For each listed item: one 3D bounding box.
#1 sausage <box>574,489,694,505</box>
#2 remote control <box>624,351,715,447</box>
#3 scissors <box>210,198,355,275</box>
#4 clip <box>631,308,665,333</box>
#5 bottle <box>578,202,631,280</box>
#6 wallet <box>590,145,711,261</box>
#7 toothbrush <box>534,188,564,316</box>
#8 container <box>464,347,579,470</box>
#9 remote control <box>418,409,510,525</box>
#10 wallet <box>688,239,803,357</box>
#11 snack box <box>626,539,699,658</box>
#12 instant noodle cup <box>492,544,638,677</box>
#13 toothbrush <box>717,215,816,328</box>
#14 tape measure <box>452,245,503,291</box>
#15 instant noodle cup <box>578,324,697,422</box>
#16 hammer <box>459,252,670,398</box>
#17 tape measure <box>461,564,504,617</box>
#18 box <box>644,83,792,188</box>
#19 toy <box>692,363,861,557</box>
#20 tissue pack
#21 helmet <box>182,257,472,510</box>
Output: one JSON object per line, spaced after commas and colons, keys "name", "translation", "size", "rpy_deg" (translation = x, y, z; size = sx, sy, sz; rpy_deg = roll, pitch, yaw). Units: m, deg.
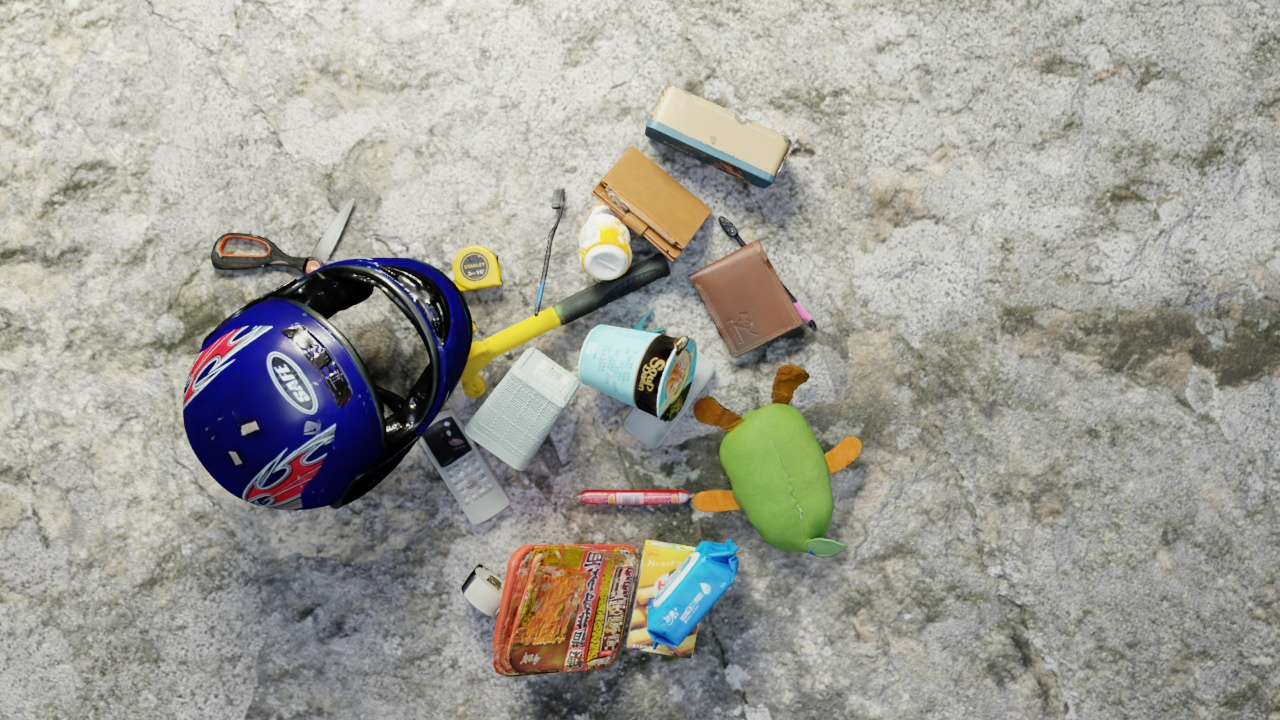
{"name": "sausage", "translation": [-0.007, 0.176, 1.180], "size": [0.156, 0.020, 0.020], "rpy_deg": [0, 94, -2]}
{"name": "remote control", "translation": [0.037, 0.045, 1.171], "size": [0.056, 0.020, 0.136], "rpy_deg": [36, 93, -3]}
{"name": "scissors", "translation": [-0.426, -0.104, 1.145], "size": [0.234, 0.021, 0.221], "rpy_deg": [12, 94, -2]}
{"name": "clip", "translation": [0.002, -0.040, 1.167], "size": [0.054, 0.013, 0.034], "rpy_deg": [-35, 94, 1]}
{"name": "bottle", "translation": [-0.044, -0.148, 1.112], "size": [0.063, 0.108, 0.063], "rpy_deg": [-3, 134, -3]}
{"name": "wallet", "translation": [0.015, -0.193, 1.122], "size": [0.132, 0.031, 0.107], "rpy_deg": [38, 49, -5]}
{"name": "toothbrush", "translation": [-0.112, -0.134, 1.111], "size": [0.016, 0.014, 0.189], "rpy_deg": [9, 62, -1]}
{"name": "container", "translation": [-0.139, 0.055, 1.113], "size": [0.090, 0.089, 0.112], "rpy_deg": [36, 115, -5]}
{"name": "remote control", "translation": [-0.227, 0.136, 1.169], "size": [0.058, 0.021, 0.150], "rpy_deg": [-32, 95, 1]}
{"name": "wallet", "translation": [0.132, -0.076, 1.152], "size": [0.101, 0.032, 0.124], "rpy_deg": [-28, 98, 10]}
{"name": "snack box", "translation": [0.036, 0.308, 1.185], "size": [0.087, 0.034, 0.140], "rpy_deg": [11, 92, -3]}
{"name": "instant noodle cup", "translation": [-0.102, 0.299, 1.133], "size": [0.188, 0.079, 0.164], "rpy_deg": [10, 94, -37]}
{"name": "toothbrush", "translation": [0.162, -0.111, 1.165], "size": [0.014, 0.017, 0.189], "rpy_deg": [-41, 96, 10]}
{"name": "tape measure", "translation": [-0.204, -0.115, 1.147], "size": [0.060, 0.029, 0.057], "rpy_deg": [-9, 95, -1]}
{"name": "instant noodle cup", "translation": [-0.007, 0.007, 1.118], "size": [0.120, 0.111, 0.111], "rpy_deg": [18, 94, 21]}
{"name": "hammer", "translation": [-0.101, -0.056, 1.131], "size": [0.300, 0.129, 0.033], "rpy_deg": [-27, 58, -8]}
{"name": "tape measure", "translation": [-0.192, 0.293, 1.160], "size": [0.066, 0.066, 0.033], "rpy_deg": [37, 91, -4]}
{"name": "box", "translation": [0.087, -0.273, 1.115], "size": [0.184, 0.089, 0.061], "rpy_deg": [22, 94, -1]}
{"name": "toy", "translation": [0.170, 0.135, 1.148], "size": [0.227, 0.090, 0.247], "rpy_deg": [-20, 98, 1]}
{"name": "tissue pack", "translation": [0.062, 0.278, 1.121], "size": [0.052, 0.095, 0.157], "rpy_deg": [40, 91, 1]}
{"name": "helmet", "translation": [-0.355, 0.030, 1.009], "size": [0.316, 0.239, 0.247], "rpy_deg": [-37, 93, 26]}
